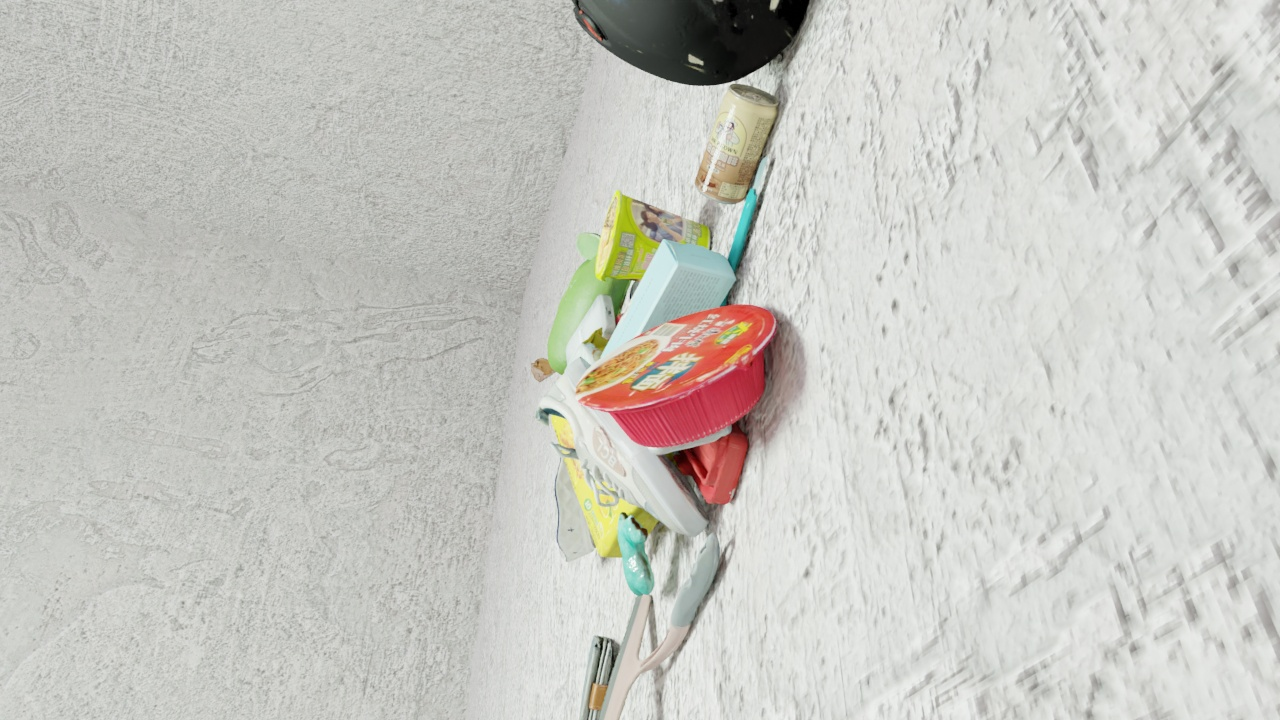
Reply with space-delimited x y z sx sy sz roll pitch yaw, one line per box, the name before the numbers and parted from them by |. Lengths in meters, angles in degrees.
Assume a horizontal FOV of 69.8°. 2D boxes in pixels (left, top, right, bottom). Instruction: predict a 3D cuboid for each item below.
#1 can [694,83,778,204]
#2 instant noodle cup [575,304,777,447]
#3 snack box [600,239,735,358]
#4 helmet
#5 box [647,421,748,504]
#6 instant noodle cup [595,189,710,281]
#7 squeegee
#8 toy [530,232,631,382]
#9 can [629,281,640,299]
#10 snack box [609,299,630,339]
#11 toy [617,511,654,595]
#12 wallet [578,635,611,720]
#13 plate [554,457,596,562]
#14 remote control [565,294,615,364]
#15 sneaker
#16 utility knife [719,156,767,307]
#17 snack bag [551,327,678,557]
can | 0.102 -0.229 0.979 0.058 0.058 0.116 -96 22 -55
instant noodle cup | 0.040 0.019 0.833 0.193 0.194 0.066 -115 2 -70
snack box | 0.027 -0.044 0.998 0.175 0.074 0.051 -60 35 32
helmet | 0.044 -0.412 0.941 0.234 0.274 0.230 -53 46 11
box | 0.034 0.061 0.922 0.201 0.098 0.095 -119 43 -72
instant noodle cup | 0.017 -0.139 1.127 0.112 0.123 0.111 -168 91 -79
squeegee | 0.031 0.256 0.898 0.250 0.040 0.247 -63 1 34
toy | -0.078 -0.050 1.293 0.247 0.090 0.227 -65 29 19
can | 0.015 -0.062 1.226 0.134 0.053 0.053 -98 23 -58
snack box | -0.007 0.007 1.141 0.127 0.044 0.113 46 133 33
toy | -0.005 0.206 0.977 0.097 0.030 0.092 142 116 -70
wallet | -0.054 0.412 1.141 0.107 0.037 0.129 107 173 -77
plate | -0.084 0.185 1.326 0.205 0.045 0.205 2 -92 -84
remote control | -0.064 -0.028 1.169 0.136 0.020 0.055 127 140 -51
sneaker | -0.029 0.103 0.948 0.091 0.089 0.242 -43 56 3
utility knife | 0.105 -0.125 0.970 0.029 0.013 0.187 -112 34 -63
snack bag | -0.032 0.102 1.091 0.246 0.068 0.158 65 145 30
